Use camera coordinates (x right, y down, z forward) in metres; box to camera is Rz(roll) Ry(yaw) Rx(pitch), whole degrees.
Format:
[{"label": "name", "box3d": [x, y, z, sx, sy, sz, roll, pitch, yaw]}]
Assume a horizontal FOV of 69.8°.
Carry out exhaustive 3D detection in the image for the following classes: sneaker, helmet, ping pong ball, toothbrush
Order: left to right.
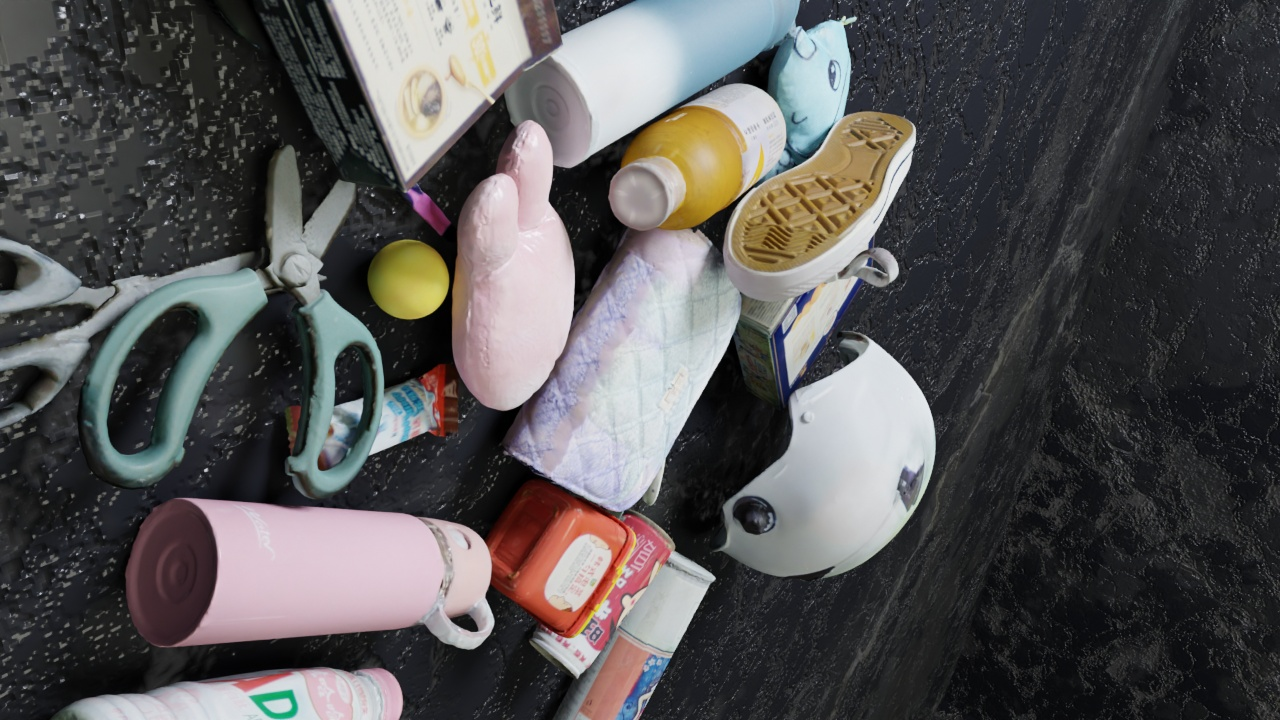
[{"label": "toothbrush", "box3d": [-0.134, -0.105, 0.426, 0.014, 0.018, 0.189, -57, 152, -11]}, {"label": "ping pong ball", "box3d": [-0.117, -0.041, 0.465, 0.040, 0.040, 0.040, -35, 138, -39]}, {"label": "toothbrush", "box3d": [0.023, 0.039, 0.760, 0.017, 0.016, 0.188, -31, 136, -57]}, {"label": "sneaker", "box3d": [0.135, -0.097, 0.663, 0.240, 0.118, 0.088, -48, 145, -42]}, {"label": "helmet", "box3d": [0.185, 0.111, 0.870, 0.259, 0.146, 0.228, -63, 167, 24]}]

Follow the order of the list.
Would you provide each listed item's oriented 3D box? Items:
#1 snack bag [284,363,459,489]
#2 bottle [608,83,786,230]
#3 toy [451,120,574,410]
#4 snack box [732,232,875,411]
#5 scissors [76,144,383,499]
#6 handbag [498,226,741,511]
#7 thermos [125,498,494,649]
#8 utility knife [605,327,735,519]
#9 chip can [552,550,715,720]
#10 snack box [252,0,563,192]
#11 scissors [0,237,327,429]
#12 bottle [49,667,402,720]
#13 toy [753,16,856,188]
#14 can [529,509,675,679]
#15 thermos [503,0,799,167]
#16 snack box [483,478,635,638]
[{"label": "snack bag", "box3d": [-0.142, 0.034, 0.497, 0.104, 0.026, 0.048, -19, 115, -51]}, {"label": "bottle", "box3d": [0.037, -0.126, 0.572, 0.189, 0.068, 0.068, -45, 147, -55]}, {"label": "toy", "box3d": [-0.068, -0.048, 0.500, 0.160, 0.054, 0.121, 93, 13, -45]}, {"label": "snack box", "box3d": [0.150, -0.065, 0.818, 0.177, 0.046, 0.182, -56, 159, -13]}, {"label": "scissors", "box3d": [-0.175, -0.008, 0.400, 0.175, 0.019, 0.175, -20, 119, -49]}, {"label": "handbag", "box3d": [-0.004, 0.004, 0.635, 0.193, 0.076, 0.134, -62, 147, -7]}, {"label": "thermos", "box3d": [-0.154, 0.119, 0.482, 0.067, 0.087, 0.198, -46, 150, 11]}, {"label": "utility knife", "box3d": [0.016, 0.054, 0.729, 0.018, 0.034, 0.205, 12, 110, -49]}, {"label": "chip can", "box3d": [-0.015, 0.270, 0.812, 0.214, 0.071, 0.071, -61, 149, -3]}, {"label": "snack box", "box3d": [-0.096, -0.155, 0.393, 0.125, 0.053, 0.113, -59, 151, -34]}, {"label": "scissors", "box3d": [-0.204, -0.030, 0.370, 0.170, 0.014, 0.151, -53, 148, -19]}, {"label": "bottle", "box3d": [-0.206, 0.196, 0.483, 0.196, 0.068, 0.068, 17, 98, -63]}, {"label": "toy", "box3d": [0.129, -0.191, 0.721, 0.156, 0.050, 0.161, -63, 154, 2]}, {"label": "can", "box3d": [-0.031, 0.189, 0.748, 0.132, 0.053, 0.053, -50, 146, -23]}, {"label": "thermos", "box3d": [0.017, -0.188, 0.543, 0.219, 0.070, 0.070, -41, 142, -35]}, {"label": "snack box", "box3d": [-0.061, 0.135, 0.643, 0.091, 0.082, 0.080, -57, 138, -11]}]
